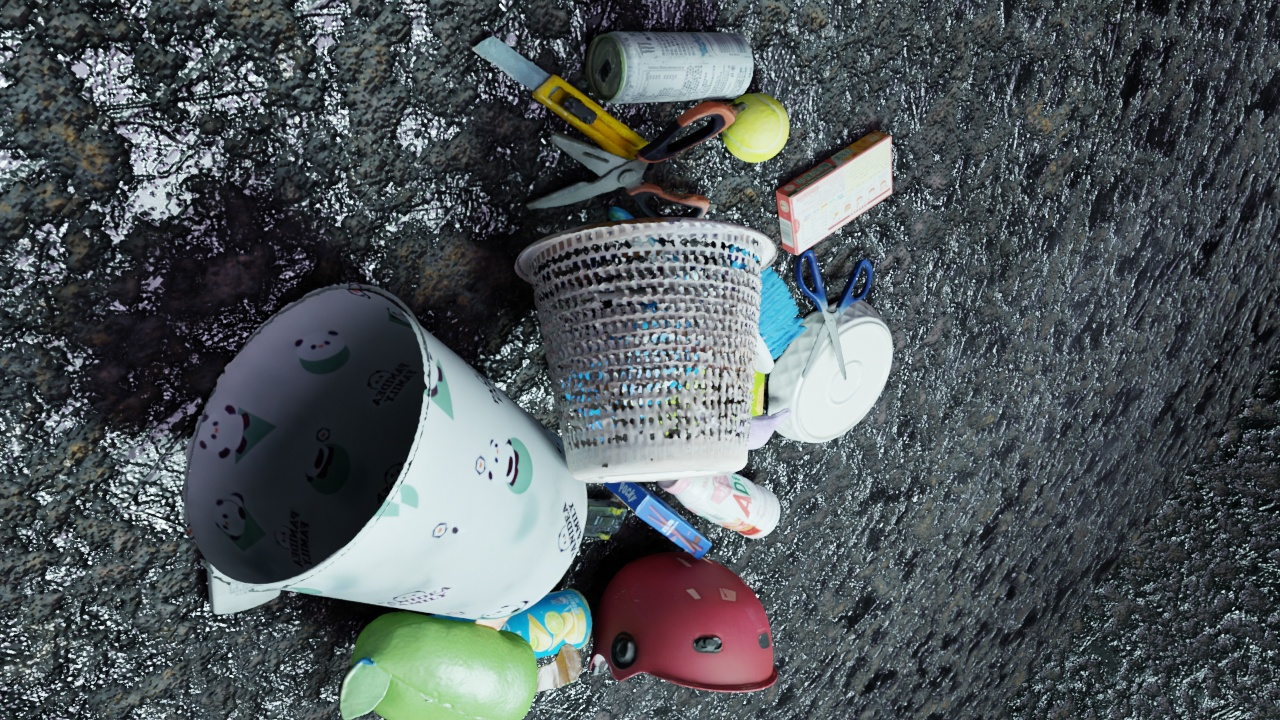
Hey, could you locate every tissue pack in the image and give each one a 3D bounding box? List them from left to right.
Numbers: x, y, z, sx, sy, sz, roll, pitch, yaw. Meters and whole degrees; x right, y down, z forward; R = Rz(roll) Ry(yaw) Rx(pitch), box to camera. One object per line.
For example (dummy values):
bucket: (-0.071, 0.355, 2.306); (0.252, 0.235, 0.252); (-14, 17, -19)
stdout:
tissue pack: (-0.005, 0.005, 0.927); (0.157, 0.052, 0.095); (-37, 114, -17)

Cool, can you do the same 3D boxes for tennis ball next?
tennis ball: (0.110, -0.224, 0.884); (0.065, 0.065, 0.066); (-21, 129, -29)

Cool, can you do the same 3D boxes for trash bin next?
trash bin: (-0.183, 0.095, 0.741); (0.229, 0.229, 0.252); (-52, 143, -1)
trash bin: (0.010, 0.003, 0.782); (0.227, 0.228, 0.192); (6, 77, -42)

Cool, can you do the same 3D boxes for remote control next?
remote control: (-0.338, 0.148, 0.777); (0.058, 0.021, 0.150); (-10, 123, -36)

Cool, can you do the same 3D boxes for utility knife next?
utility knife: (-0.057, -0.214, 0.785); (0.219, 0.015, 0.033); (25, 97, -46)

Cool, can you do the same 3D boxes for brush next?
brush: (0.077, -0.085, 0.946); (0.109, 0.061, 0.314); (-55, 133, -17)

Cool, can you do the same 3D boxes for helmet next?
helmet: (0.052, 0.299, 1.076); (0.206, 0.241, 0.144); (5, 80, -31)

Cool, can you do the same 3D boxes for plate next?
plate: (0.250, 0.020, 1.179); (0.204, 0.045, 0.205); (-20, 128, -29)

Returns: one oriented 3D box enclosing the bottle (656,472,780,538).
bottle: (0.095, 0.165, 1.129); (0.196, 0.068, 0.068); (30, 95, -42)

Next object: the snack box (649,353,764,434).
snack box: (0.077, 0.030, 1.037); (0.156, 0.026, 0.086); (-8, 107, -36)

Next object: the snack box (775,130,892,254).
snack box: (0.220, -0.189, 1.029); (0.155, 0.027, 0.077); (-33, 133, -20)

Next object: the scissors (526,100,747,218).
scissors: (0.003, -0.171, 0.842); (0.226, 0.015, 0.189); (-27, 149, -4)

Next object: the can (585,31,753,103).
can: (0.028, -0.255, 0.799); (0.146, 0.058, 0.058); (-14, 125, -34)

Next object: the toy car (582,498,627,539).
toy car: (-0.058, 0.174, 1.023); (0.090, 0.035, 0.042); (10, 108, -43)

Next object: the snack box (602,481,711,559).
snack box: (0.015, 0.170, 1.046); (0.026, 0.084, 0.157); (-50, 137, -4)

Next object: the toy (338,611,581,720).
toy: (-0.172, 0.304, 0.872); (0.227, 0.090, 0.246); (-50, 128, 1)

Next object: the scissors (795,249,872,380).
scissors: (0.226, -0.060, 1.087); (0.175, 0.012, 0.162); (-49, 118, -20)

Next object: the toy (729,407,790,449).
toy: (0.124, 0.086, 1.113); (0.107, 0.039, 0.084); (1, 143, -37)

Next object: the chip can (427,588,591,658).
chip can: (-0.155, 0.298, 0.994); (0.209, 0.071, 0.071); (2, 115, -41)
